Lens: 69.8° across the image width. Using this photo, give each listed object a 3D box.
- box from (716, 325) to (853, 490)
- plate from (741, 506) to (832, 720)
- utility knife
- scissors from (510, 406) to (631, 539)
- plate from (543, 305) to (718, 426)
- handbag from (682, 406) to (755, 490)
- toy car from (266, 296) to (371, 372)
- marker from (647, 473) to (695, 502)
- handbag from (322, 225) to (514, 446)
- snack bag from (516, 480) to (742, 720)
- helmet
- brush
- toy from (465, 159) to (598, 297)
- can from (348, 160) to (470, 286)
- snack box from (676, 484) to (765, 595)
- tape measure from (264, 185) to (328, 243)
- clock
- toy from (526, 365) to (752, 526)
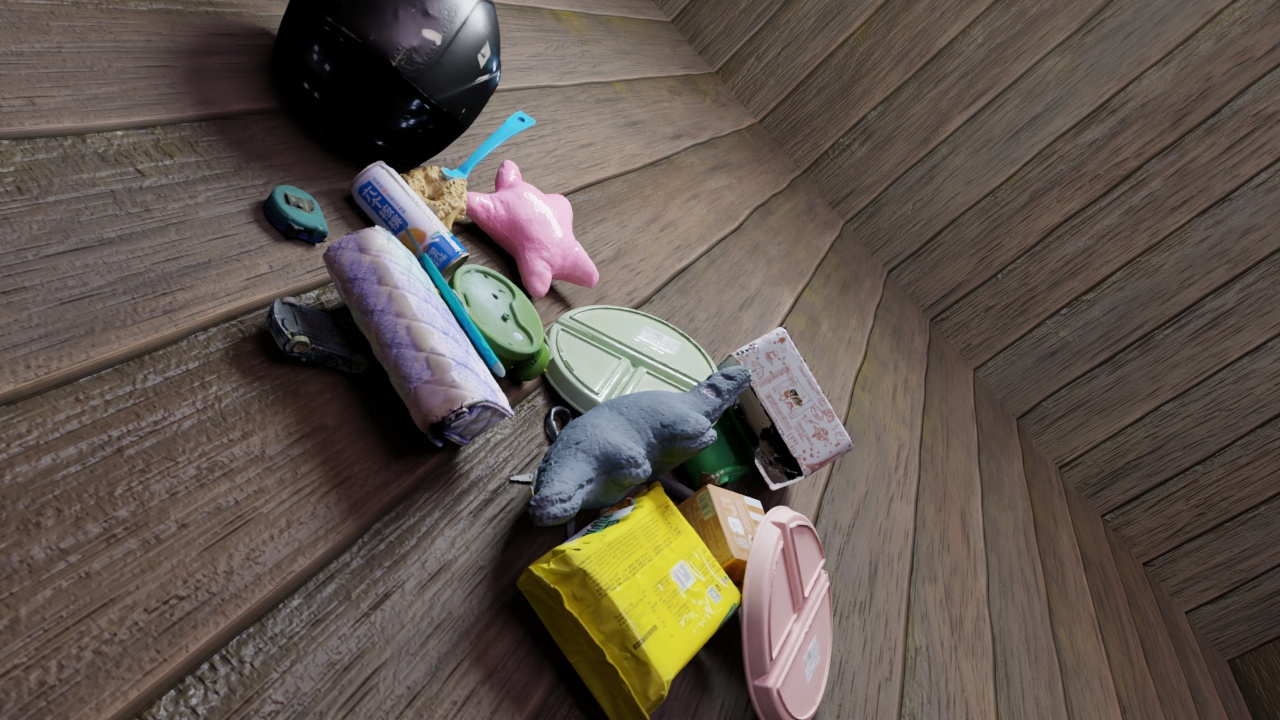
[{"bbox_3d":[0.163,0.076,1.202,0.178,0.088,0.262,61,-15,7],"label":"box"},{"bbox_3d":[0.158,0.266,0.950,0.229,0.028,0.229,17,70,-61],"label":"plate"},{"bbox_3d":[-0.181,-0.060,0.880,0.013,0.029,0.193,-31,78,-20],"label":"utility knife"},{"bbox_3d":[-0.068,0.121,0.942,0.159,0.014,0.176,32,34,-28],"label":"scissors"},{"bbox_3d":[-0.006,0.006,1.074,0.230,0.028,0.229,16,35,-12],"label":"plate"},{"bbox_3d":[0.076,0.095,1.116,0.131,0.068,0.120,60,21,2],"label":"handbag"},{"bbox_3d":[-0.273,-0.018,0.776,0.105,0.031,0.049,28,29,-57],"label":"toy car"},{"bbox_3d":[0.053,0.158,1.069,0.132,0.020,0.022,35,18,-27],"label":"marker"},{"bbox_3d":[-0.196,-0.014,0.815,0.194,0.075,0.134,55,-4,14],"label":"handbag"},{"bbox_3d":[0.006,0.206,0.825,0.158,0.068,0.245,54,26,7],"label":"snack bag"},{"bbox_3d":[-0.266,-0.355,1.024,0.233,0.231,0.274,36,67,-26],"label":"helmet"},{"bbox_3d":[-0.199,-0.233,1.081,0.083,0.046,0.253,34,51,3],"label":"brush"},{"bbox_3d":[-0.125,-0.162,1.154,0.194,0.075,0.178,49,39,-8],"label":"toy"},{"bbox_3d":[-0.245,-0.145,0.970,0.134,0.053,0.053,48,26,-3],"label":"can"},{"bbox_3d":[0.090,0.202,1.002,0.094,0.077,0.092,24,36,-41],"label":"snack box"},{"bbox_3d":[-0.326,-0.141,0.869,0.054,0.025,0.058,10,45,-55],"label":"tape measure"},{"bbox_3d":[-0.151,-0.035,0.968,0.161,0.056,0.116,16,41,-48],"label":"clock"},{"bbox_3d":[-0.012,0.083,0.900,0.355,0.138,0.091,-28,96,-47],"label":"toy"}]
